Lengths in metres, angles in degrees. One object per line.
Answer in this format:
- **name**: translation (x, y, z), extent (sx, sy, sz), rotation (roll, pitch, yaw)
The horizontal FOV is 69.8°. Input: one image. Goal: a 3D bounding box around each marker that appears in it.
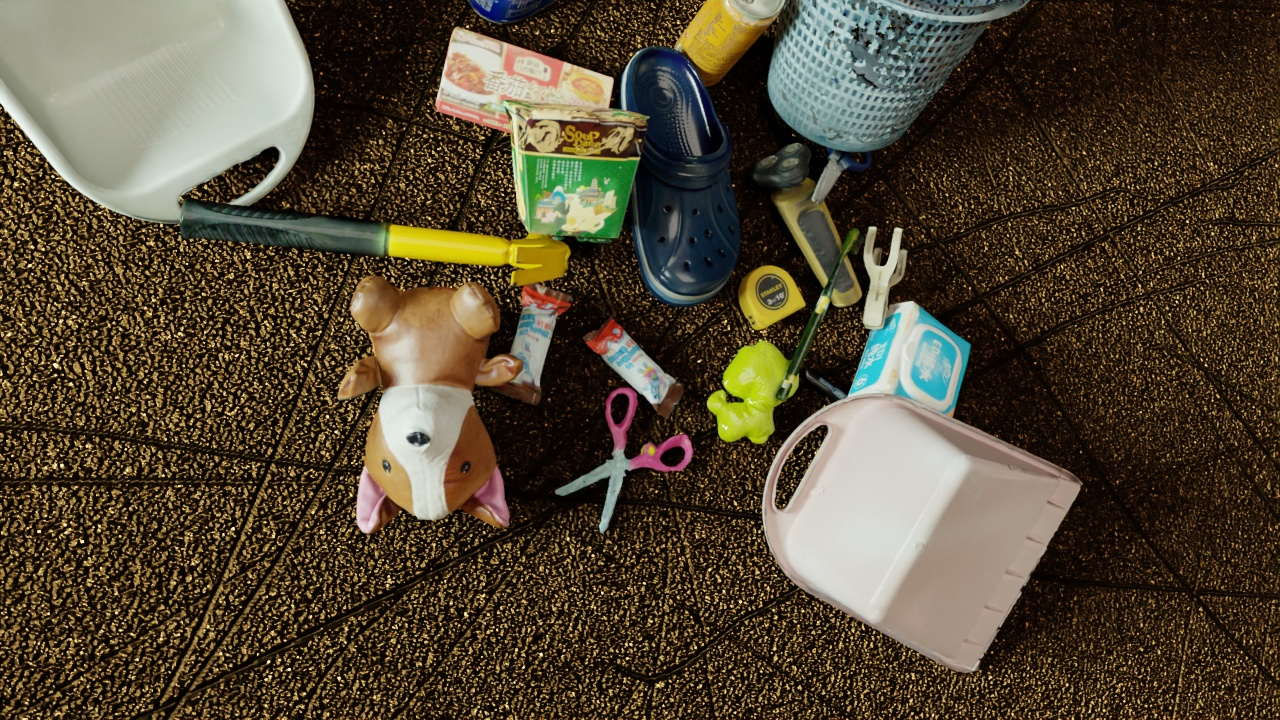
- **marker**: translation (0.210, 0.045, 0.906), extent (0.124, 0.015, 0.018), rotation (36, 66, -11)

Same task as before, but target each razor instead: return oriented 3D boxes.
- **razor**: translation (0.170, -0.130, 0.901), extent (0.062, 0.067, 0.167), rotation (-28, 98, 0)

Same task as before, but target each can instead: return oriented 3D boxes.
- **can**: translation (0.079, -0.309, 0.851), extent (0.058, 0.146, 0.058), rotation (2, 83, -17)
- **can**: translation (-0.097, -0.373, 0.852), extent (0.148, 0.049, 0.074), rotation (-42, 95, -21)

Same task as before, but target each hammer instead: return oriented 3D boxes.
- **hammer**: translation (-0.205, -0.097, 0.738), extent (0.300, 0.128, 0.033), rotation (5, 105, -13)

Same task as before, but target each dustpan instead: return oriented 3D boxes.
- **dustpan**: translation (-0.355, -0.234, 0.661), extent (0.222, 0.258, 0.142), rotation (-37, 70, -22)
- **dustpan**: translation (0.255, 0.148, 0.866), extent (0.273, 0.139, 0.222), rotation (26, 95, -40)

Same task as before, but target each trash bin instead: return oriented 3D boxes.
- **trash bin**: translation (0.216, -0.313, 0.856), extent (0.226, 0.196, 0.226), rotation (6, 56, -9)

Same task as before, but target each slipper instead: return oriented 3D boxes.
- **slipper**: translation (0.043, -0.178, 0.847), extent (0.105, 0.095, 0.252), rotation (-6, 79, -18)

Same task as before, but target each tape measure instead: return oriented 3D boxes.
- **tape measure**: translation (0.122, -0.062, 0.887), extent (0.060, 0.029, 0.057), rotation (-28, 92, -22)

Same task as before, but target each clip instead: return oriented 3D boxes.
- **clip**: translation (0.237, -0.090, 0.907), extent (0.035, 0.096, 0.101), rotation (9, 48, 24)

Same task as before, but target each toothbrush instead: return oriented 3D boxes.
- **toothbrush**: translation (0.171, -0.043, 0.871), extent (0.017, 0.012, 0.185), rotation (35, 75, -37)

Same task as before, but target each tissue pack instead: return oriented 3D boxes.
- **tissue pack**: translation (0.265, 0.016, 0.896), extent (0.090, 0.063, 0.139), rotation (33, 61, -12)

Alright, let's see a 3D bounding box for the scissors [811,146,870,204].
- **scissors**: translation (0.200, -0.184, 0.904), extent (0.105, 0.012, 0.174), rotation (27, 46, -25)

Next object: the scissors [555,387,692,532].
- **scissors**: translation (-0.019, 0.083, 0.819), extent (0.133, 0.017, 0.125), rotation (-22, 90, -18)

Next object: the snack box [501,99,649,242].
- **snack box**: translation (-0.061, -0.164, 0.789), extent (0.118, 0.117, 0.106), rotation (2, 108, -14)

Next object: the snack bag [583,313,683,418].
- **snack bag**: translation (-0.005, 0.005, 0.830), extent (0.105, 0.026, 0.045), rotation (44, 46, -7)

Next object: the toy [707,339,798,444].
- **toy**: translation (0.107, 0.028, 0.864), extent (0.096, 0.031, 0.100), rotation (5, 83, -22)

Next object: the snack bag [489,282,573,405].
- **snack bag**: translation (-0.095, -0.016, 0.803), extent (0.048, 0.026, 0.104), rotation (19, 74, -3)

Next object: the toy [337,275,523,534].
- **toy**: translation (-0.164, 0.036, 0.722), extent (0.140, 0.130, 0.199), rotation (2, 89, -4)

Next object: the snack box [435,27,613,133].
- **snack box**: translation (-0.104, -0.244, 0.840), extent (0.152, 0.025, 0.075), rotation (14, 77, -17)
